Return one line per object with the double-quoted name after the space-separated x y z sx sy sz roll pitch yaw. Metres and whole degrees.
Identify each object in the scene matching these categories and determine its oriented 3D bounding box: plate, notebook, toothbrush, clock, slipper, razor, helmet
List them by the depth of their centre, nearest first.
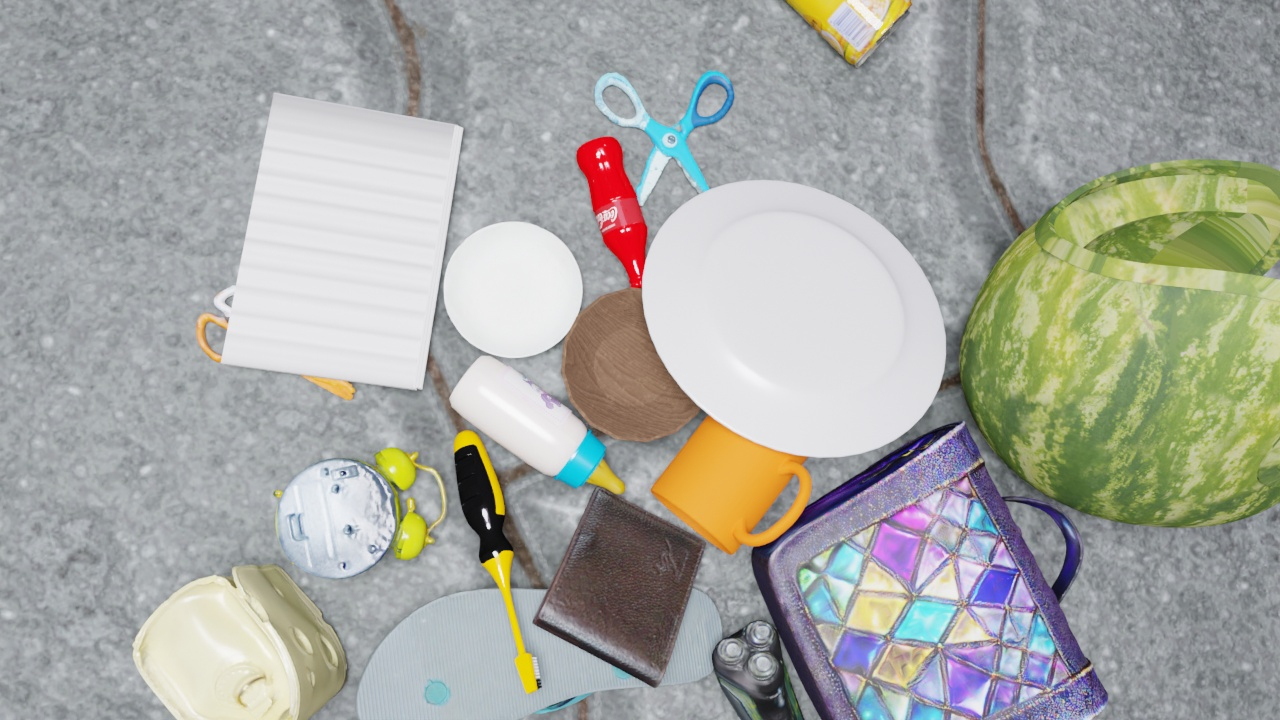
-0.102 0.136 0.647 0.031 0.031 0.196 -30 62 19 "toothbrush"
-0.198 0.108 0.654 0.119 0.057 0.083 -12 85 -9 "clock"
0.357 0.003 0.656 0.244 0.212 0.247 -1 127 23 "helmet"
-0.071 0.208 0.671 0.268 0.055 0.098 -6 80 -20 "slipper"
0.101 0.265 0.676 0.054 0.067 0.151 -26 96 -12 "razor"
-0.220 -0.090 0.690 0.142 0.009 0.209 8 80 -8 "notebook"
0.121 -0.042 0.691 0.242 0.016 0.242 6 61 -11 "plate"
-0.097 -0.052 0.702 0.104 0.026 0.104 1 84 -7 "plate"

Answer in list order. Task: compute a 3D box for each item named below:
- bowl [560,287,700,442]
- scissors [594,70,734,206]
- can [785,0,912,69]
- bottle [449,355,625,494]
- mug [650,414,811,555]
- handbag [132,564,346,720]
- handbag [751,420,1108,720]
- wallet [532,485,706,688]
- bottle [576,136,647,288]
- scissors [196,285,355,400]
-0.004 0.004 0.704 0.117 0.030 0.118 1 85 -11 "bowl"
0.029 -0.188 0.742 0.137 0.011 0.134 -34 87 -11 "scissors"
0.162 -0.297 0.744 0.105 0.068 0.067 44 80 -1 "can"
-0.071 0.054 0.681 0.146 0.051 0.051 36 80 -3 "bottle"
0.076 0.088 0.669 0.096 0.113 0.077 -51 127 -10 "mug"
-0.255 0.194 0.607 0.081 0.119 0.111 -43 87 -12 "handbag"
0.210 0.167 0.658 0.222 0.125 0.205 -25 82 -3 "handbag"
-0.011 0.160 0.665 0.099 0.031 0.119 29 49 -3 "wallet"
-0.017 -0.113 0.714 0.036 0.036 0.119 -17 87 -10 "bottle"
-0.265 -0.009 0.681 0.128 0.013 0.064 29 81 -3 "scissors"
